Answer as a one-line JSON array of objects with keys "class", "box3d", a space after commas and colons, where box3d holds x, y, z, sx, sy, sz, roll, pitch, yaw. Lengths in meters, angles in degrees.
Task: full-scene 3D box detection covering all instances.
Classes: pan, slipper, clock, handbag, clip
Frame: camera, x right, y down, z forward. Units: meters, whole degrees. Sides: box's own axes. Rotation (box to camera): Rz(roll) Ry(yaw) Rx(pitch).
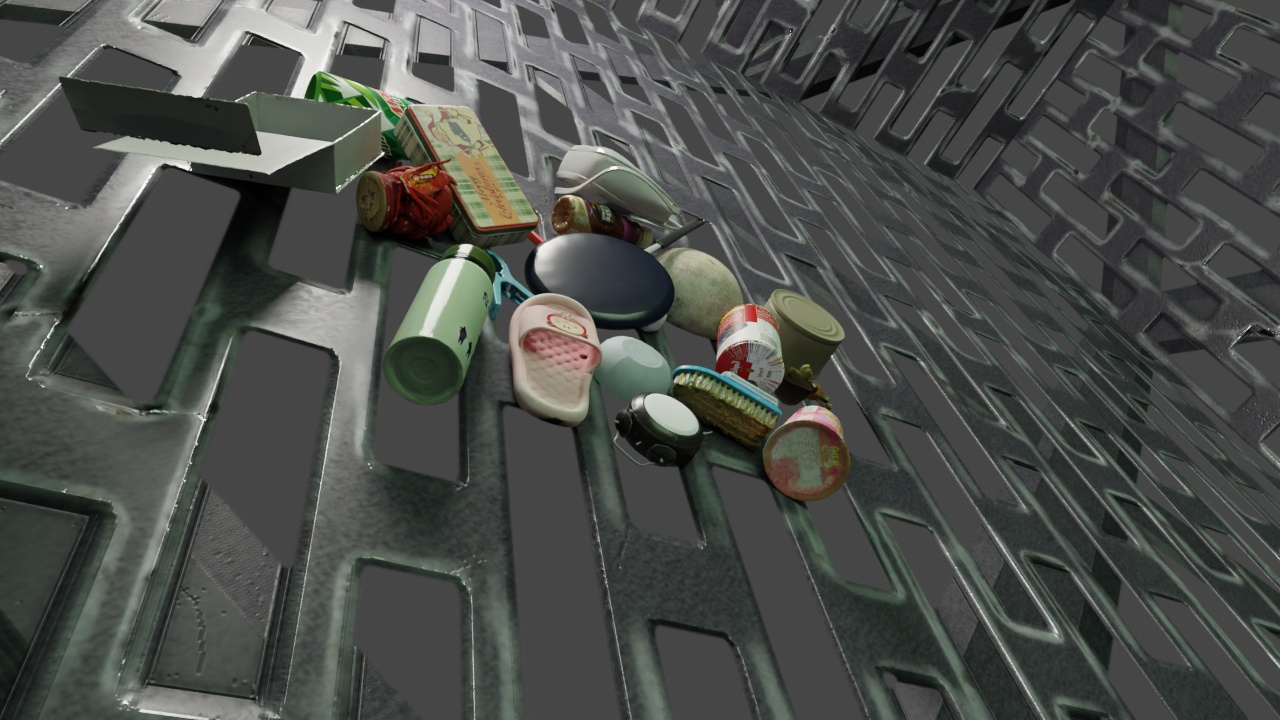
[{"class": "pan", "box3d": [-0.006, -0.141, 1.250, 0.199, 0.021, 0.355, 33, 41, 20]}, {"class": "slipper", "box3d": [-0.092, -0.009, 1.004, 0.106, 0.056, 0.221, 22, 33, -16]}, {"class": "clock", "box3d": [0.023, 0.073, 0.997, 0.091, 0.044, 0.122, 40, 28, 17]}, {"class": "handbag", "box3d": [-0.012, -0.245, 1.427, 0.222, 0.095, 0.216, 28, 1, -28]}, {"class": "clip", "box3d": [-0.177, -0.092, 1.097, 0.102, 0.027, 0.119, 5, 37, -44]}]

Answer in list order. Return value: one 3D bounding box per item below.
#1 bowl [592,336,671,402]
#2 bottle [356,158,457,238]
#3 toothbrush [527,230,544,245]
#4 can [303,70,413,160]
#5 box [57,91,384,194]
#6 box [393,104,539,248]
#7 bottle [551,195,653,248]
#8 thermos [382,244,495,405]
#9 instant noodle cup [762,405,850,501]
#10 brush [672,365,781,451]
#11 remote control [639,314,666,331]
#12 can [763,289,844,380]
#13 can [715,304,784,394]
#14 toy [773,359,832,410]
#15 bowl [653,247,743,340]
[{"class": "bowl", "box3d": [-0.006, 0.006, 1.084, 0.106, 0.039, 0.106, 24, 28, -14]}, {"class": "bottle", "box3d": [-0.270, -0.193, 1.096, 0.111, 0.099, 0.099, -9, 47, -45]}, {"class": "toothbrush", "box3d": [-0.130, -0.151, 1.254, 0.212, 0.012, 0.017, 43, 29, 22]}, {"class": "can", "box3d": [-0.370, -0.323, 1.224, 0.144, 0.083, 0.083, 12, 33, -32]}, {"class": "box", "box3d": [-0.406, -0.225, 0.955, 0.166, 0.099, 0.367, 8, 22, 1]}, {"class": "box", "box3d": [-0.226, -0.242, 1.196, 0.117, 0.051, 0.205, -16, 72, -45]}, {"class": "bottle", "box3d": [-0.051, -0.199, 1.364, 0.165, 0.060, 0.059, 10, 34, -40]}, {"class": "thermos", "box3d": [-0.201, -0.046, 0.943, 0.082, 0.082, 0.231, 24, 28, -13]}, {"class": "instant noodle cup", "box3d": [0.201, 0.102, 1.085, 0.098, 0.098, 0.108, 34, 20, 6]}, {"class": "brush", "box3d": [0.100, 0.044, 1.105, 0.136, 0.056, 0.075, 30, 37, -5]}, {"class": "remote control", "box3d": [-0.015, -0.082, 1.235, 0.114, 0.028, 0.060, 41, 29, 21]}, {"class": "can", "box3d": [0.230, -0.040, 1.362, 0.127, 0.073, 0.127, 24, 28, -14]}, {"class": "can", "box3d": [0.143, -0.012, 1.214, 0.086, 0.087, 0.116, 27, 27, -8]}, {"class": "toy", "box3d": [0.221, 0.038, 1.241, 0.100, 0.062, 0.076, 27, 8, -20]}, {"class": "bowl", "box3d": [0.083, -0.112, 1.331, 0.178, 0.081, 0.178, 23, 27, -13]}]
